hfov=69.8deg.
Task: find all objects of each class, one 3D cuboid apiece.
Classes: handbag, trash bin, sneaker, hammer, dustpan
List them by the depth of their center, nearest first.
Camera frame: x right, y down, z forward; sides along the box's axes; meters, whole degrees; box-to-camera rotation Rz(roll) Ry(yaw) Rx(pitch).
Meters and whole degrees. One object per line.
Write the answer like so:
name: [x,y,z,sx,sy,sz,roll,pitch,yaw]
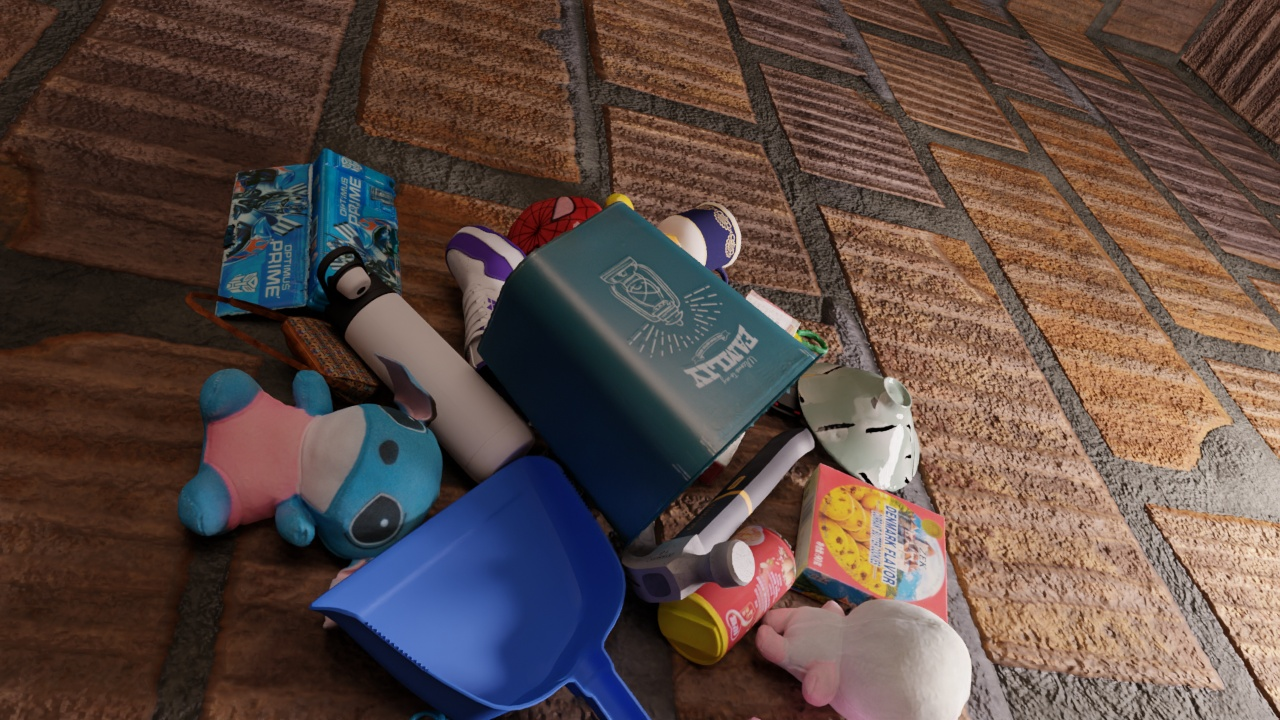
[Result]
dustpan: [-0.071,0.215,0.689,0.257,0.060,0.244,54,35,1]
handbag: [-0.303,-0.012,0.768,0.093,0.043,0.195,46,5,26]
trash bin: [-0.005,0.005,0.789,0.218,0.200,0.196,45,52,8]
hammer: [0.093,0.129,0.844,0.311,0.140,0.035,-31,100,-54]
sneaker: [-0.141,-0.029,0.913,0.110,0.092,0.244,-26,66,-39]

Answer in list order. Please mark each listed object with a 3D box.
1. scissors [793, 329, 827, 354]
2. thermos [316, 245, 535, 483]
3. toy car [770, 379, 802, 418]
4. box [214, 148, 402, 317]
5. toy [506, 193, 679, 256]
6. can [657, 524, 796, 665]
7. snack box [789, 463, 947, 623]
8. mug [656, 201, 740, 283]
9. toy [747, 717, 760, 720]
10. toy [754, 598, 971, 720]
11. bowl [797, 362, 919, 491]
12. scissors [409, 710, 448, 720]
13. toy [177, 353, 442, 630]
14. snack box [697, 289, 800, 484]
scissors: [0.169,-0.025,1.121,0.131,0.012,0.108,21,40,-6]
thermos: [-0.192,0.004,0.812,0.230,0.101,0.068,45,68,9]
toy car: [0.170,0.028,1.042,0.042,0.036,0.091,24,40,-2]
box: [-0.335,-0.134,0.947,0.175,0.060,0.243,5,43,-22]
toy: [-0.058,-0.110,1.004,0.216,0.099,0.147,29,74,34]
can: [0.076,0.199,0.785,0.066,0.067,0.124,42,42,19]
snack box: [0.225,0.186,0.895,0.145,0.040,0.142,24,39,-1]
mug: [0.068,-0.133,1.142,0.089,0.086,0.112,-25,96,-40]
toy: [0.090,0.318,0.664,0.157,0.067,0.123,18,39,-1]
toy: [0.186,0.250,0.769,0.180,0.102,0.138,12,26,11]
bowl: [0.262,0.053,1.012,0.174,0.068,0.173,22,43,-22]
scissors: [-0.144,0.300,0.604,0.083,0.016,0.134,29,41,3]
toy: [-0.253,0.095,0.714,0.191,0.099,0.223,10,64,-12]
snack box: [0.098,0.022,1.002,0.076,0.044,0.272,33,43,2]
